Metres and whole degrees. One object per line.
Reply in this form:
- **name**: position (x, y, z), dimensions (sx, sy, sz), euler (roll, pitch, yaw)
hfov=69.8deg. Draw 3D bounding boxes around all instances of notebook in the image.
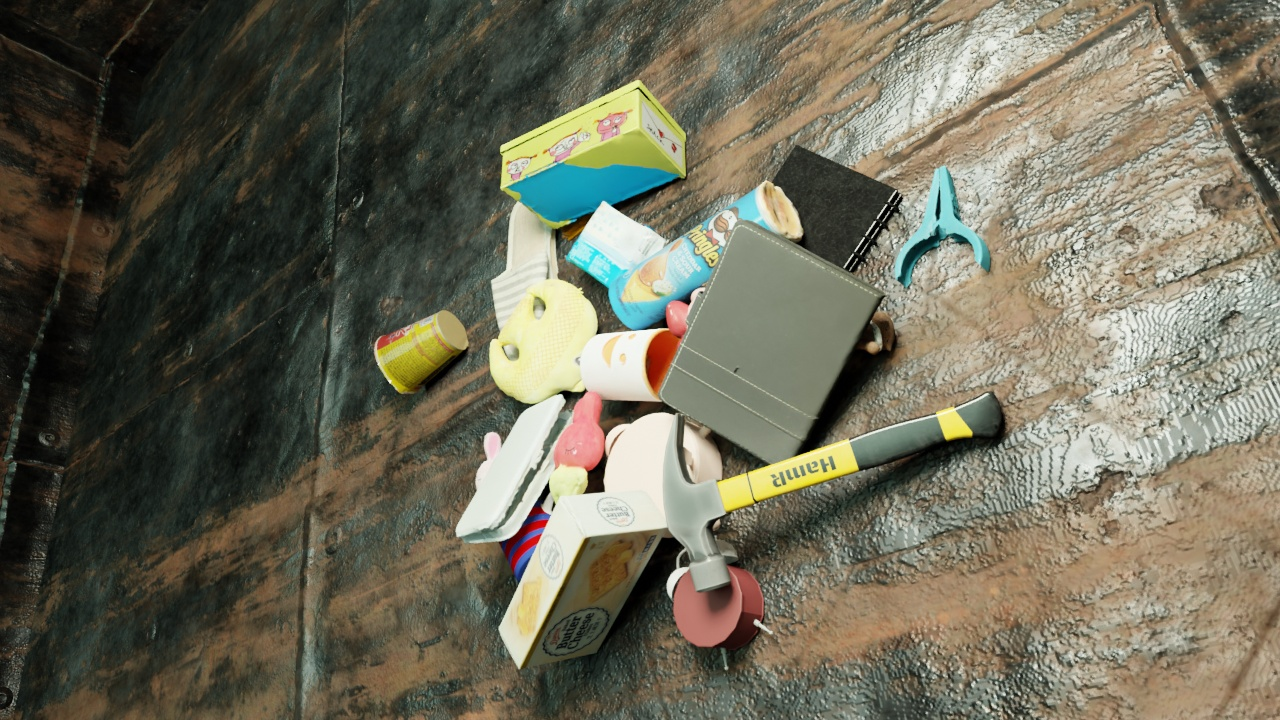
- **notebook**: position (0.121, -0.013, 0.907), dimensions (0.169, 0.029, 0.209), euler (32, 111, 19)
- **notebook**: position (0.163, -0.110, 1.005), dimensions (0.231, 0.019, 0.169), euler (-57, 44, 8)

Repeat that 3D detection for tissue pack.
- **tissue pack**: position (-0.027, -0.138, 1.164), dimensions (0.144, 0.061, 0.093), euler (37, 97, 42)

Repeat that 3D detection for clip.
- **clip**: position (0.285, -0.115, 0.891), dimensions (0.119, 0.033, 0.120), euler (-45, 48, 24)

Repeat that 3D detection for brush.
- **brush**: position (-0.062, -0.217, 1.261), dimensions (0.127, 0.017, 0.048), euler (-32, 53, 29)

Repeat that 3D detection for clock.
- **clock**: position (0.074, 0.236, 0.919), dimensions (0.087, 0.044, 0.124), euler (-45, 48, 19)
- **clock**: position (0.015, 0.123, 1.002), dimensions (0.161, 0.086, 0.131), euler (-16, 61, 45)

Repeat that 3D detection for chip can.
- **chip can**: position (0.069, -0.112, 1.028), dimensions (0.230, 0.079, 0.079), euler (-29, 54, 34)

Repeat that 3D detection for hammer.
- **hammer**: position (0.168, 0.092, 0.849), dimensions (0.325, 0.034, 0.169), euler (-21, 76, 18)

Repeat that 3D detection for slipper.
- **slipper**: position (-0.161, -0.122, 1.292), dimensions (0.115, 0.054, 0.272), euler (-26, 56, 38)

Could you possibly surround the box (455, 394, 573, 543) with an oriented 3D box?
- **box**: position (-0.144, 0.135, 1.106), dimensions (0.118, 0.063, 0.213), euler (-25, 30, 40)

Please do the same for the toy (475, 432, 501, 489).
- **toy**: position (-0.188, 0.147, 1.201), dimensions (0.064, 0.047, 0.109), euler (-5, 65, 32)

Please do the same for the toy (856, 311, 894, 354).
- **toy**: position (0.208, -0.029, 0.908), dimensions (0.054, 0.042, 0.102), euler (-31, 28, -25)

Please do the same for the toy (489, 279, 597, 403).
- **toy**: position (-0.119, -0.020, 1.185), dimensions (0.155, 0.064, 0.170), euler (39, 97, 25)

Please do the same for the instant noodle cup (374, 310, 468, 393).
- **instant noodle cup**: position (-0.321, -0.021, 1.371), dimensions (0.113, 0.100, 0.100), euler (-31, 53, 19)

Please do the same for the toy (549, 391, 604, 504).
- **toy**: position (-0.072, 0.101, 1.060), dimensions (0.092, 0.045, 0.135), euler (-17, 55, 61)

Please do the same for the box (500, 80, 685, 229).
- **box**: position (-0.063, -0.259, 1.187), dimensions (0.221, 0.124, 0.079), euler (-16, 60, 31)

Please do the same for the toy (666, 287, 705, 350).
- **toy**: position (0.095, -0.038, 0.963), dimensions (0.131, 0.097, 0.124), euler (-21, 62, 15)

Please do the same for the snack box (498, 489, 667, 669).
- **snack box**: position (-0.064, 0.230, 0.963), dimensions (0.057, 0.104, 0.208), euler (53, 129, 39)

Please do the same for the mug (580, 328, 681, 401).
- **mug**: position (-0.006, 0.006, 1.066), dimensions (0.105, 0.082, 0.082), euler (-2, 71, 43)

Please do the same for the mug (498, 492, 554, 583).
- **mug**: position (-0.113, 0.205, 1.086), dimensions (0.112, 0.075, 0.076), euler (-49, 46, 13)
